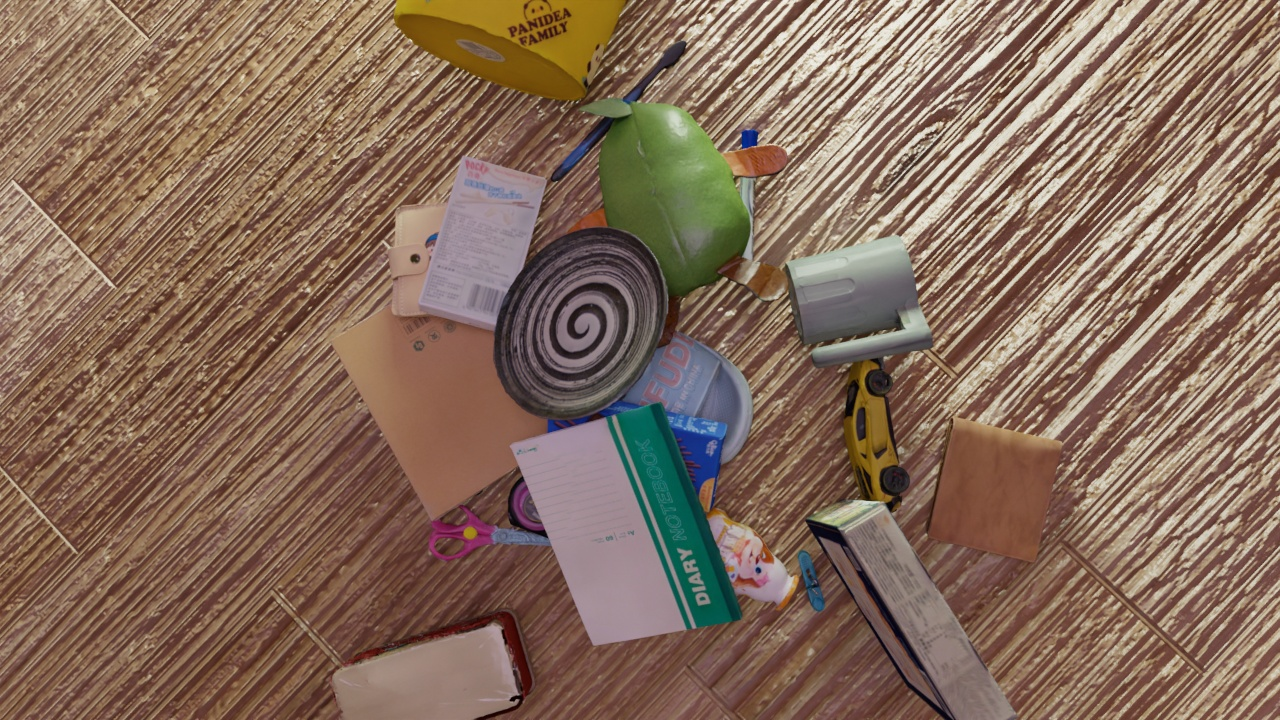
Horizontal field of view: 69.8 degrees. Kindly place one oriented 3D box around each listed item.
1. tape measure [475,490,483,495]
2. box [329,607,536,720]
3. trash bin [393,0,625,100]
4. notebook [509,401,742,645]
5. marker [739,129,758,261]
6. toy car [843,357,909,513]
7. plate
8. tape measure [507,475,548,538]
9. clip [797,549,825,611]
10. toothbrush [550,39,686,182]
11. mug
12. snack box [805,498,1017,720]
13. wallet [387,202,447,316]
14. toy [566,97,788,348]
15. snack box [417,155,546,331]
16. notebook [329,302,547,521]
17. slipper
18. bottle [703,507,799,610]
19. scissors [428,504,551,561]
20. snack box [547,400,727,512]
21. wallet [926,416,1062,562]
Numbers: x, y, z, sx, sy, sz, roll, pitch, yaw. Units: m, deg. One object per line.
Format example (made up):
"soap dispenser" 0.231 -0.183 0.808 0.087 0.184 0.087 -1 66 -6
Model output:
"tape measure" -0.162 0.094 0.876 0.054 0.025 0.058 26 79 11
"box" -0.189 0.291 0.834 0.168 0.076 0.091 -18 84 2
"trash bin" -0.095 -0.391 0.826 0.229 0.229 0.255 19 92 6
"notebook" -0.013 0.150 0.811 0.151 0.012 0.209 -17 101 22
"marker" 0.102 -0.149 0.882 0.017 0.017 0.145 2 85 5
"toy car" 0.207 0.064 0.828 0.041 0.071 0.155 -5 82 0
"plate" -0.052 -0.031 0.800 0.180 0.024 0.179 -11 67 27
"tape measure" -0.095 0.133 0.860 0.057 0.039 0.058 17 91 2
"clip" 0.156 0.202 0.843 0.014 0.043 0.056 -17 84 5
"toothbrush" -0.021 -0.245 0.904 0.014 0.016 0.189 44 92 -2
"mug" 0.192 -0.048 0.821 0.103 0.084 0.123 -11 46 6
"snack box" 0.212 0.201 0.757 0.046 0.182 0.178 -31 83 -1
"wallet" -0.202 -0.098 0.890 0.087 0.024 0.115 -4 77 4
"toy" 0.030 -0.138 0.844 0.227 0.090 0.246 -21 73 10
"snack box" -0.149 -0.110 0.871 0.084 0.027 0.156 15 74 -7
"notebook" -0.186 0.026 0.875 0.147 0.008 0.207 -33 77 -4
"slipper" -0.005 0.005 0.848 0.245 0.074 0.104 30 87 8
"bottle" 0.089 0.182 0.829 0.108 0.063 0.063 32 88 6
"scissors" -0.134 0.166 0.873 0.133 0.017 0.057 4 76 1
"snack box" -0.006 0.080 0.817 0.157 0.026 0.085 11 122 9
"wallet" 0.322 0.118 0.840 0.101 0.020 0.115 14 89 5
